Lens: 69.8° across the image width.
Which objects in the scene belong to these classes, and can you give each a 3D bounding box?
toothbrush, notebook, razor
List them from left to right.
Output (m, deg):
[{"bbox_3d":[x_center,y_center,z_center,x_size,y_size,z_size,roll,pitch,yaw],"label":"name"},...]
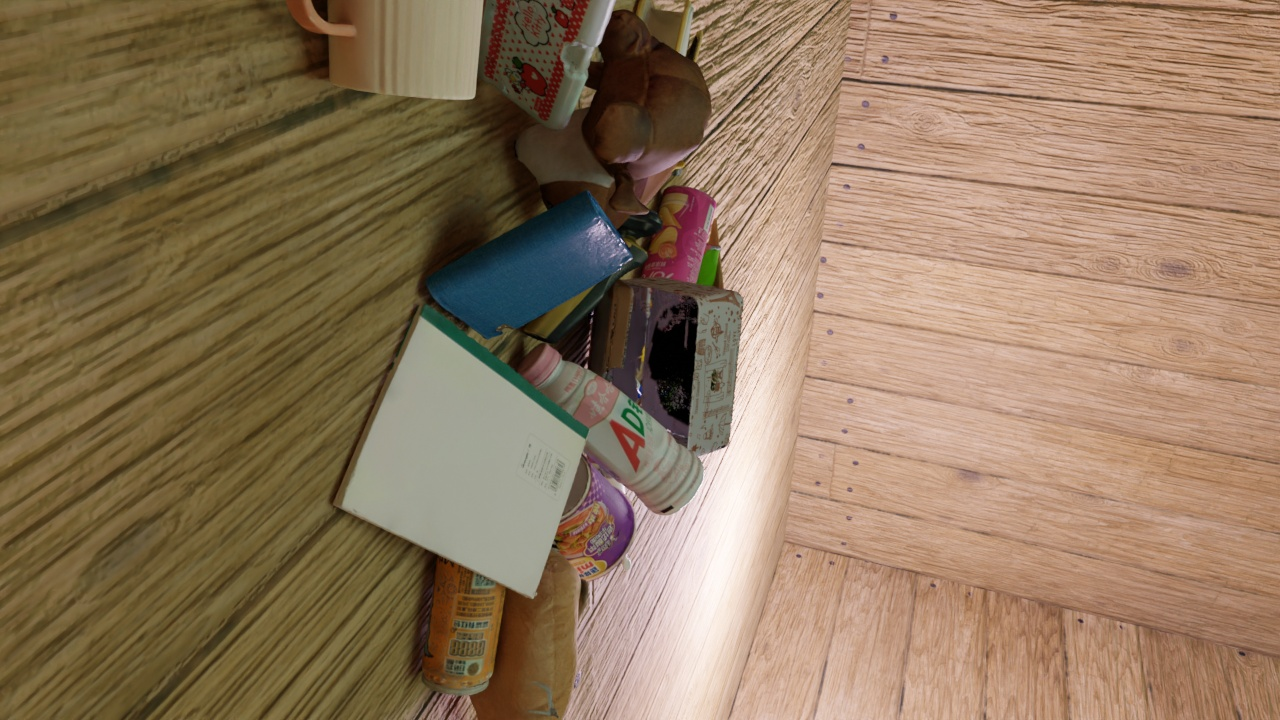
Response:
[{"bbox_3d":[-0.118,0.075,0.678,0.209,0.012,0.150,43,57,-46],"label":"notebook"},{"bbox_3d":[-0.047,-0.081,0.835,0.167,0.062,0.067,-51,120,-20],"label":"razor"},{"bbox_3d":[-0.027,0.206,1.179,0.026,0.026,0.221,-27,138,-20],"label":"toothbrush"},{"bbox_3d":[0.022,-0.214,1.096,0.190,0.016,0.018,-51,156,-60],"label":"toothbrush"},{"bbox_3d":[0.094,-0.080,1.273,0.207,0.008,0.148,-89,-172,-47],"label":"notebook"}]

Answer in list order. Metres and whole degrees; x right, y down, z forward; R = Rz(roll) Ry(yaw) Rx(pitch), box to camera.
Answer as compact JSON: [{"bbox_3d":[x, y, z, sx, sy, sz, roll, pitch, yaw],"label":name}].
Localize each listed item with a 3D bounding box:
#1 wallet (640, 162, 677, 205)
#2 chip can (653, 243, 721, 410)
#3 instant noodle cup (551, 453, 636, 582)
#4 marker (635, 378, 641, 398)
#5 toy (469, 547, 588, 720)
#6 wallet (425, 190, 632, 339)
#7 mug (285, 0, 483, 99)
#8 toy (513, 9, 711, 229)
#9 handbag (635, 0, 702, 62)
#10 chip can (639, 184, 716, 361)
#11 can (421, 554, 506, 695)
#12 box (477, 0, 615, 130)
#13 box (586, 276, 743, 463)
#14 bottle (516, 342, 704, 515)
[{"bbox_3d":[-0.014,-0.171,0.892,0.130,0.035,0.119,-48,161,-11],"label":"wallet"},{"bbox_3d":[0.054,-0.040,1.213,0.072,0.072,0.236,-21,121,-71],"label":"chip can"},{"bbox_3d":[-0.070,0.141,0.864,0.099,0.112,0.111,64,39,-51],"label":"instant noodle cup"},{"bbox_3d":[-0.016,0.021,1.115,0.146,0.017,0.017,51,51,-69],"label":"marker"},{"bbox_3d":[-0.105,0.272,0.797,0.143,0.082,0.226,-165,-95,-66],"label":"toy"},{"bbox_3d":[-0.078,-0.068,0.671,0.040,0.133,0.106,66,8,19],"label":"wallet"},{"bbox_3d":[-0.133,-0.194,0.475,0.114,0.082,0.106,-21,123,-54],"label":"mug"},{"bbox_3d":[-0.032,-0.165,0.720,0.200,0.130,0.140,135,-39,-64],"label":"toy"},{"bbox_3d":[0.026,-0.281,0.996,0.179,0.063,0.163,51,53,-74],"label":"handbag"},{"bbox_3d":[0.035,-0.103,1.113,0.071,0.071,0.210,55,47,-68],"label":"chip can"},{"bbox_3d":[-0.138,0.187,0.735,0.058,0.058,0.146,-7,108,-73],"label":"can"},{"bbox_3d":[-0.050,-0.221,0.569,0.099,0.095,0.202,62,-19,6],"label":"box"},{"bbox_3d":[-0.008,0.006,0.937,0.168,0.151,0.182,-11,109,-50],"label":"box"},{"bbox_3d":[-0.029,0.061,0.837,0.197,0.068,0.068,42,47,-20],"label":"bottle"}]
